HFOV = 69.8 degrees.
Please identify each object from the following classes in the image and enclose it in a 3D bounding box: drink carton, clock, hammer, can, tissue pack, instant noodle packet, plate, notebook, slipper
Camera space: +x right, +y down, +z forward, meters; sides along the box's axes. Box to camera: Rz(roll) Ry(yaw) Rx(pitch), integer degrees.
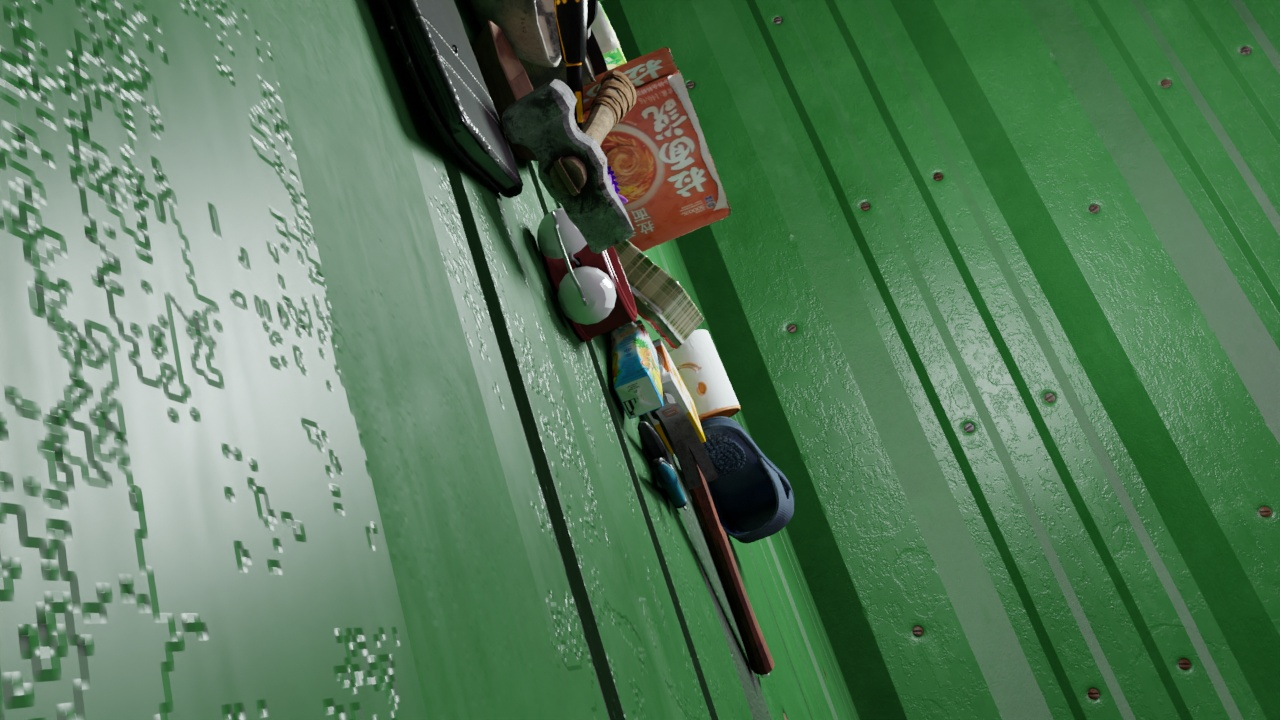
[{"bbox_3d":[-0.005,0.005,0.836,0.128,0.038,0.044,-97,163,-65],"label":"drink carton"},{"bbox_3d":[-0.042,-0.068,0.737,0.137,0.048,0.096,46,23,-74],"label":"clock"},{"bbox_3d":[-0.035,-0.197,0.774,0.121,0.049,0.318,58,19,-21],"label":"hammer"},{"bbox_3d":[0.025,0.037,0.958,0.122,0.040,0.058,60,11,-47],"label":"drink carton"},{"bbox_3d":[0.077,0.181,0.897,0.111,0.028,0.301,-129,-163,-71],"label":"hammer"},{"bbox_3d":[-0.100,-0.334,1.001,0.090,0.075,0.090,-19,89,-83],"label":"can"},{"bbox_3d":[-0.071,-0.439,1.398,0.141,0.120,0.197,66,13,-4],"label":"tissue pack"},{"bbox_3d":[-0.063,-0.283,0.871,0.123,0.036,0.321,-75,164,-69],"label":"hammer"},{"bbox_3d":[0.002,-0.233,1.097,0.083,0.164,0.221,-105,171,-51],"label":"instant noodle packet"},{"bbox_3d":[-0.110,-0.225,0.791,0.131,0.025,0.131,-21,89,-83],"label":"plate"},{"bbox_3d":[-0.135,-0.218,0.587,0.169,0.029,0.209,21,44,-83],"label":"notebook"},{"bbox_3d":[0.131,0.168,1.129,0.264,0.101,0.082,56,13,-45],"label":"slipper"}]

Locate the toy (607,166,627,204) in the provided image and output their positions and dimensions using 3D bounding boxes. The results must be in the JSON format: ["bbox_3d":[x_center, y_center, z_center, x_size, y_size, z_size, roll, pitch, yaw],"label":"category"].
[{"bbox_3d":[-0.049,-0.190,1.017,0.106,0.056,0.088,53,16,-53],"label":"toy"}]

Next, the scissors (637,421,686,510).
[{"bbox_3d":[0.024,0.105,0.829,0.144,0.019,0.126,-101,168,-82],"label":"scissors"}]

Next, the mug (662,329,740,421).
[{"bbox_3d":[0.064,0.026,1.114,0.082,0.082,0.105,41,27,-74],"label":"mug"}]

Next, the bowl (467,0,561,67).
[{"bbox_3d":[-0.122,-0.363,0.852,0.178,0.081,0.178,-1,89,-82],"label":"bowl"}]

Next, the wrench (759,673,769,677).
[{"bbox_3d":[0.089,0.209,0.998,0.066,0.018,0.273,79,-8,-80],"label":"wrench"}]

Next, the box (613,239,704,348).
[{"bbox_3d":[0.000,-0.075,0.936,0.117,0.050,0.205,41,1,10],"label":"box"}]

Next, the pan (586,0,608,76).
[{"bbox_3d":[-0.077,-0.386,1.113,0.204,0.044,0.356,64,-8,5],"label":"pan"}]
